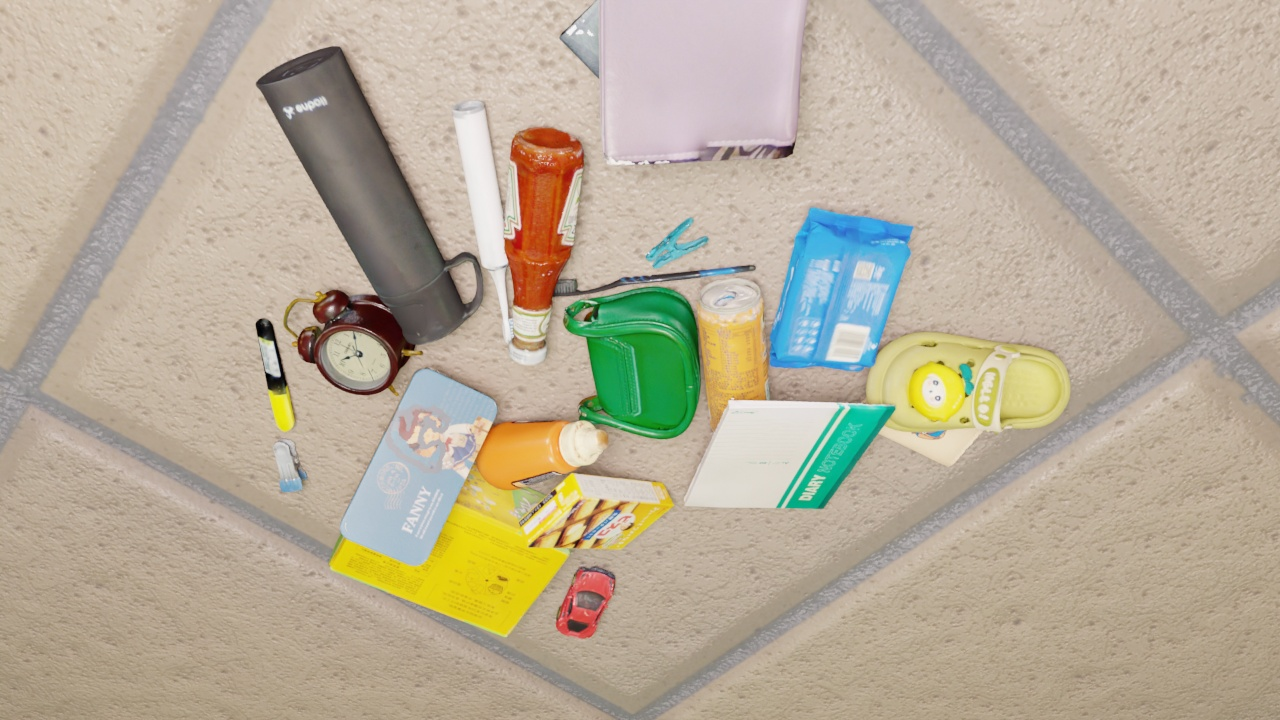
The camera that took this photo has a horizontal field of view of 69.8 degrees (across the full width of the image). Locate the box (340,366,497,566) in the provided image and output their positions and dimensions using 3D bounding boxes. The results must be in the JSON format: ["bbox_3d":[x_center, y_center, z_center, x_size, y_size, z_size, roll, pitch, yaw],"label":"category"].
[{"bbox_3d":[-0.208,0.101,0.848,0.089,0.060,0.184,25,79,-15],"label":"box"}]

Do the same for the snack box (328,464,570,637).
[{"bbox_3d":[-0.195,0.187,0.960,0.210,0.069,0.158,26,121,-15],"label":"snack box"}]

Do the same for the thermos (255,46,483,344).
[{"bbox_3d":[-0.207,-0.131,0.748,0.090,0.068,0.243,-24,124,-2],"label":"thermos"}]

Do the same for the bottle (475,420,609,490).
[{"bbox_3d":[-0.089,0.084,0.863,0.150,0.066,0.067,-13,126,38],"label":"bottle"}]

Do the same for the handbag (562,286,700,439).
[{"bbox_3d":[-0.005,0.005,0.828,0.120,0.067,0.131,-2,126,10],"label":"handbag"}]

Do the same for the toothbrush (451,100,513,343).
[{"bbox_3d":[-0.127,-0.108,0.779,0.026,0.026,0.221,-17,126,-17],"label":"toothbrush"}]

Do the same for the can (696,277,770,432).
[{"bbox_3d":[0.086,0.002,0.829,0.058,0.058,0.146,-5,124,6],"label":"can"}]

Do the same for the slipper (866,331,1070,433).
[{"bbox_3d":[0.299,0.022,0.812,0.190,0.081,0.091,2,92,-7],"label":"slipper"}]

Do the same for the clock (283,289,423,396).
[{"bbox_3d":[-0.261,-0.019,0.829,0.122,0.055,0.082,29,121,-15],"label":"clock"}]

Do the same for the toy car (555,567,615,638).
[{"bbox_3d":[-0.063,0.276,1.042,0.049,0.031,0.106,17,122,-11],"label":"toy car"}]

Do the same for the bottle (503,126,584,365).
[{"bbox_3d":[-0.086,-0.088,0.769,0.060,0.059,0.206,8,123,-3],"label":"bottle"}]

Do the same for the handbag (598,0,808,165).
[{"bbox_3d":[0.043,-0.240,0.622,0.145,0.098,0.197,2,119,0],"label":"handbag"}]

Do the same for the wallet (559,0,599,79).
[{"bbox_3d":[0.015,-0.247,0.684,0.121,0.019,0.097,-38,115,22],"label":"wallet"}]

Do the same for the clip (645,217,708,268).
[{"bbox_3d":[0.029,-0.099,0.789,0.056,0.013,0.039,-31,118,19],"label":"clip"}]

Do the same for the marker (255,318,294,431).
[{"bbox_3d":[-0.350,0.014,0.881,0.018,0.015,0.124,1,122,0],"label":"marker"}]

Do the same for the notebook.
[{"bbox_3d":[0.132,0.093,0.864,0.150,0.012,0.210,2,147,-8],"label":"notebook"}]

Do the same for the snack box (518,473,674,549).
[{"bbox_3d":[-0.042,0.153,0.914,0.087,0.033,0.140,-43,147,25],"label":"snack box"}]

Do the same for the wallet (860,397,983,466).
[{"bbox_3d":[0.275,0.050,0.877,0.115,0.024,0.087,26,118,-12],"label":"wallet"}]

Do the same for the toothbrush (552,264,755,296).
[{"bbox_3d":[0.007,-0.073,0.808,0.189,0.014,0.016,-6,108,7],"label":"toothbrush"}]

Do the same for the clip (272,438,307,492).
[{"bbox_3d":[-0.362,0.105,0.942,0.027,0.044,0.058,-3,119,5],"label":"clip"}]

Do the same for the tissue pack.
[{"bbox_3d":[0.168,-0.057,0.789,0.095,0.052,0.157,6,125,-5],"label":"tissue pack"}]
